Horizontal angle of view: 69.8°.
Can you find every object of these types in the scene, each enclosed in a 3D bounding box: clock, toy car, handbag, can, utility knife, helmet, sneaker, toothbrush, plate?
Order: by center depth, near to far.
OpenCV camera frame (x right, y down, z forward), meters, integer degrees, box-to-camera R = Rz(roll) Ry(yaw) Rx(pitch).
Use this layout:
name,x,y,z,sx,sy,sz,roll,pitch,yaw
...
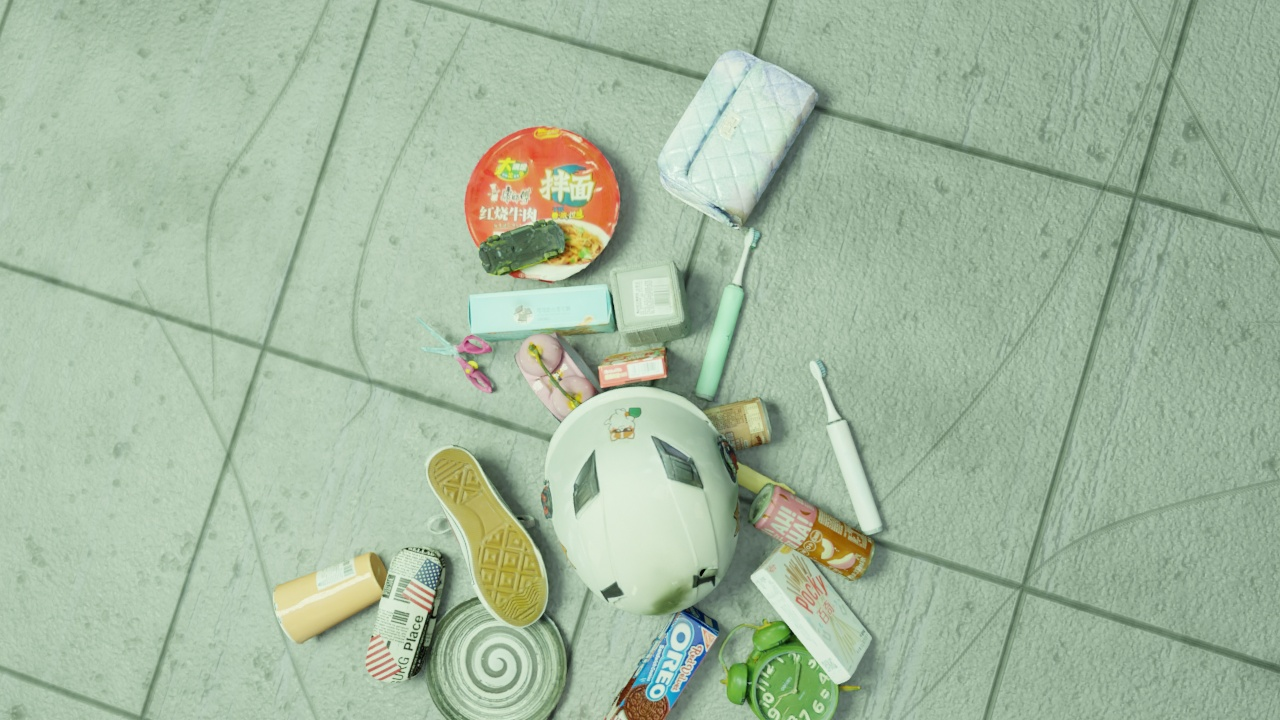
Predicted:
name,x,y,z,sx,sy,sz,roll,pitch,yaw
helmet,0.008,0.180,1.025,0.230,0.156,0.274,-13,122,0
clock,-0.095,0.021,1.086,0.060,0.158,0.117,-37,86,4
can,0.203,0.204,1.090,0.147,0.058,0.058,30,88,-4
clock,0.167,0.378,1.092,0.161,0.056,0.116,34,88,6
utility knife,0.104,0.125,1.095,0.220,0.022,0.031,29,112,-23
toy car,-0.141,-0.133,1.099,0.105,0.032,0.048,-20,84,-9
sneaker,-0.188,0.209,1.116,0.118,0.088,0.241,-29,95,-12
can,0.098,0.084,1.117,0.116,0.058,0.058,-13,85,3
toothbrush,0.248,0.104,1.121,0.026,0.027,0.221,-14,83,-39
handbag,0.115,-0.274,1.132,0.134,0.075,0.194,30,89,5
plate,-0.178,0.377,1.135,0.179,0.024,0.179,0,84,4
toothbrush,0.109,-0.058,1.143,0.027,0.026,0.224,18,87,-34

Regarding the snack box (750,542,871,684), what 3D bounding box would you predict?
name,x,y,z,sx,sy,sz,roll,pitch,yaw
snack box,0.203,0.293,1.083,0.157,0.084,0.027,52,126,6

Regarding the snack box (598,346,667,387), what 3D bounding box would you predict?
name,x,y,z,sx,sy,sz,roll,pitch,yaw
snack box,-0.006,0.006,1.082,0.075,0.153,0.025,-8,95,3

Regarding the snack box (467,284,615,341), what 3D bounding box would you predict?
name,x,y,z,sx,sy,sz,roll,pitch,yaw
snack box,-0.120,-0.058,1.134,0.175,0.074,0.051,-4,84,4

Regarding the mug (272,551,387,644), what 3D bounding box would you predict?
name,x,y,z,sx,sy,sz,roll,pitch,yaw
mug,-0.378,0.287,1.133,0.122,0.078,0.078,-25,84,-3

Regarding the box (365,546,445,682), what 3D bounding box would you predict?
name,x,y,z,sx,sy,sz,roll,pitch,yaw
box,-0.285,0.307,1.110,0.075,0.083,0.163,12,81,26

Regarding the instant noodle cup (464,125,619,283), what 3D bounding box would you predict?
name,x,y,z,sx,sy,sz,roll,pitch,yaw
instant noodle cup,-0.120,-0.189,1.149,0.194,0.066,0.193,0,85,4

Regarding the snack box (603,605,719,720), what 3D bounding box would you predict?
name,x,y,z,sx,sy,sz,roll,pitch,yaw
snack box,0.017,0.392,1.102,0.057,0.058,0.207,34,89,3

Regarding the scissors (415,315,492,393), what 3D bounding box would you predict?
name,x,y,z,sx,sy,sz,roll,pitch,yaw
scissors,-0.227,-0.012,1.137,0.133,0.131,0.017,44,54,-7

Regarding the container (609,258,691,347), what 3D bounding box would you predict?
name,x,y,z,sx,sy,sz,roll,pitch,yaw
container,0.011,-0.071,1.106,0.090,0.114,0.090,-10,85,4
